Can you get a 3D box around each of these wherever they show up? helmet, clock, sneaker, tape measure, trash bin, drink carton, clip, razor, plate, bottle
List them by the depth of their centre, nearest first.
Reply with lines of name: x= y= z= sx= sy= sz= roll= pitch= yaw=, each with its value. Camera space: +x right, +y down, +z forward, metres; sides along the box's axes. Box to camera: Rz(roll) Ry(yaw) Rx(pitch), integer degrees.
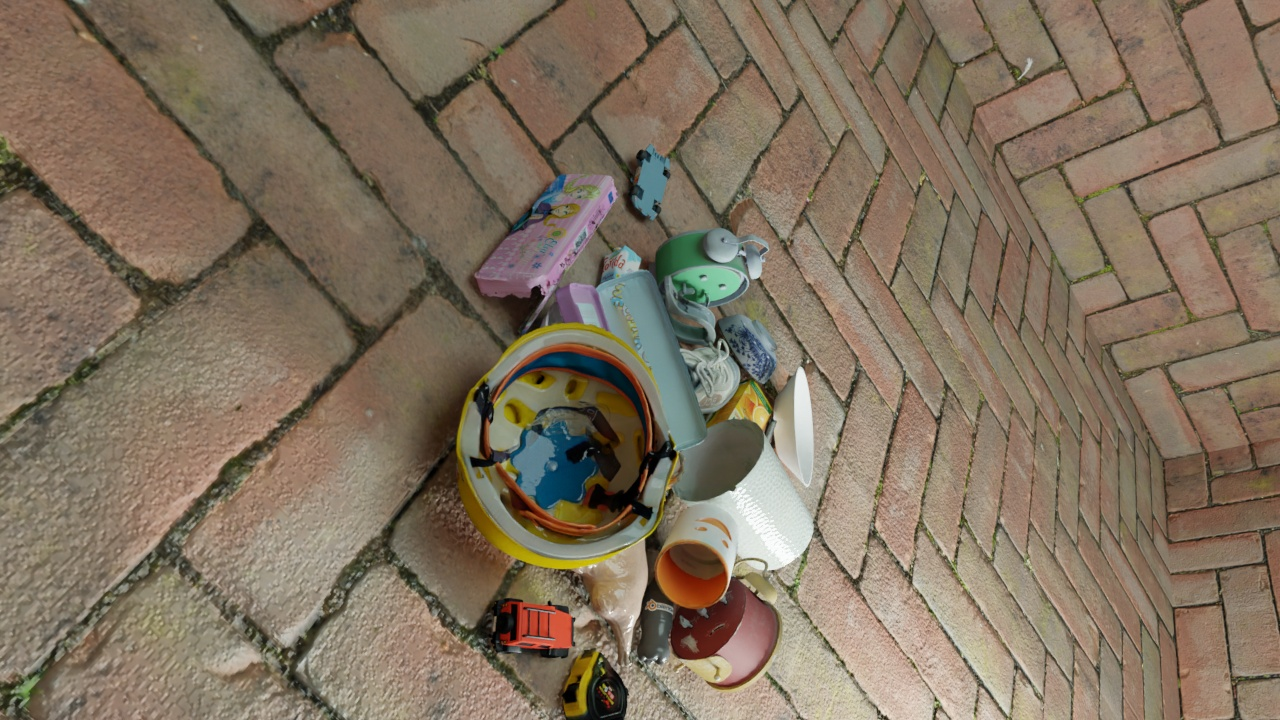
helmet: x=-0.081 y=0.096 z=0.908 sx=0.209 sy=0.140 sz=0.239 roll=18 pitch=55 yaw=-11
tape measure: x=-0.046 y=0.342 z=0.927 sx=0.071 sy=0.042 sz=0.072 roll=57 pitch=35 yaw=-16
bottle: x=0.019 y=0.285 z=1.035 sx=0.036 sy=0.036 sz=0.109 roll=34 pitch=50 yaw=-37
clock: x=0.098 y=0.293 z=1.058 sx=0.081 sy=0.117 sz=0.158 roll=44 pitch=59 yaw=-24
drink carton: x=-0.031 y=-0.083 z=1.144 sx=0.038 sy=0.044 sz=0.128 roll=35 pitch=50 yaw=-36
trash bin: x=0.136 y=0.175 z=1.160 sx=0.161 sy=0.134 sz=0.133 roll=52 pitch=40 yaw=-28
sneaker: x=0.078 y=0.023 z=1.186 sx=0.241 sy=0.091 sz=0.089 roll=-9 pitch=79 yaw=-52
clip: x=0.039 y=-0.059 z=1.211 sx=0.162 sy=0.091 sz=0.027 roll=42 pitch=42 yaw=-50
clock: x=0.096 y=-0.123 z=1.217 sx=0.121 sy=0.162 sz=0.075 roll=19 pitch=58 yaw=-44
razor: x=0.165 y=0.127 z=1.250 sx=0.042 sy=0.026 sz=0.106 roll=-14 pitch=126 yaw=-51
drink carton: x=0.134 y=0.084 z=1.266 sx=0.058 sy=0.041 sz=0.122 roll=56 pitch=40 yaw=-16
plate: x=0.221 y=0.098 z=1.338 sx=0.173 sy=0.036 sz=0.174 roll=-3 pitch=90 yaw=-72

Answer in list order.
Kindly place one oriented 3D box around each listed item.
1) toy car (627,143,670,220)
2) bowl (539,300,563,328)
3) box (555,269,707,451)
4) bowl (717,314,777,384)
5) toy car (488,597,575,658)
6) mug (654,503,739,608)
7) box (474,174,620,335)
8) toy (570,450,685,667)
toy car: x=0.007 y=-0.245 z=1.278 sx=0.060 sy=0.028 sz=0.107 roll=33 pitch=60 yaw=-37
bowl: x=-0.081 y=-0.015 z=1.051 sx=0.110 sy=0.041 sz=0.109 roll=26 pitch=54 yaw=-42
box: x=-0.013 y=0.010 z=1.033 sx=0.139 sy=0.062 sz=0.214 roll=-15 pitch=83 yaw=-34
bowl: x=0.162 y=-0.025 z=1.311 sx=0.114 sy=0.045 sz=0.114 roll=48 pitch=18 yaw=-21
toy car: x=-0.101 y=0.260 z=0.892 sx=0.100 sy=0.049 sz=0.051 roll=23 pitch=56 yaw=-43
mug: x=0.067 y=0.219 z=1.039 sx=0.082 sy=0.082 sz=0.105 roll=63 pitch=19 yaw=-8
box: x=-0.097 y=-0.125 z=1.068 sx=0.229 sy=0.085 sz=0.091 roll=-61 pitch=149 yaw=-45
toy: x=-0.003 y=0.192 z=1.045 sx=0.263 sy=0.065 sz=0.196 roll=-42 pitch=116 yaw=-58
